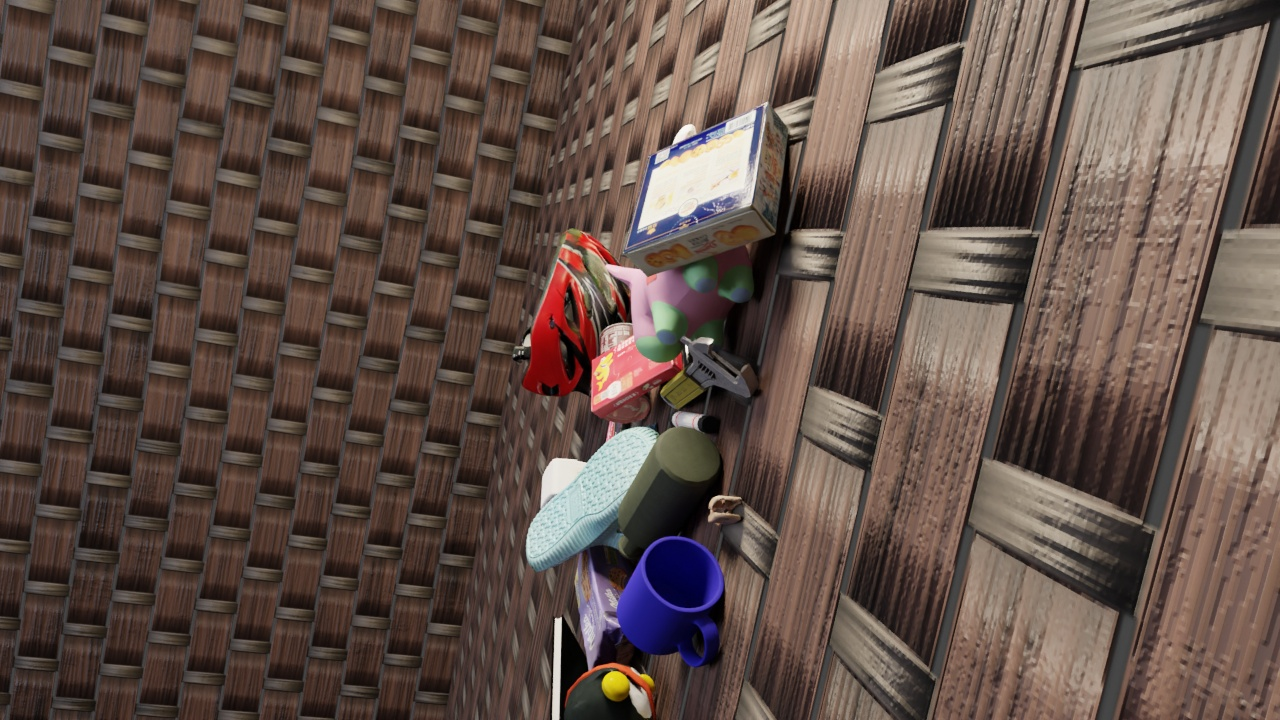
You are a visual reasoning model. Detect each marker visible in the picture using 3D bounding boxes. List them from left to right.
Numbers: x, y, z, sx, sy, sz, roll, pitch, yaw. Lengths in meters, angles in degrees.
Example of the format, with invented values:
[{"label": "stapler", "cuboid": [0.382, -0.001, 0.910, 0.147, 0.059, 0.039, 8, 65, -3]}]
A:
[{"label": "marker", "cuboid": [0.053, 0.066, 1.000, 0.146, 0.019, 0.019, 177, 103, -76]}]

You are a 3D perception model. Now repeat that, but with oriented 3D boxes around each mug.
[{"label": "mug", "cuboid": [0.035, 0.234, 0.858, 0.111, 0.079, 0.084, 56, 142, 30]}]

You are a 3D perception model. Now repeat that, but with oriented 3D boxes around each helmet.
[{"label": "helmet", "cuboid": [-0.099, -0.067, 1.399, 0.216, 0.167, 0.273, -76, -3, -57]}]

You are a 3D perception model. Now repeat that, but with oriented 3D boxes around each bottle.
[{"label": "bottle", "cuboid": [0.019, 0.152, 0.970, 0.207, 0.071, 0.071, 116, 159, -49]}]

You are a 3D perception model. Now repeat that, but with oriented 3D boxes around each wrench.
[{"label": "wrench", "cuboid": [0.059, 0.023, 0.946, 0.018, 0.083, 0.274, -47, -2, -14]}]

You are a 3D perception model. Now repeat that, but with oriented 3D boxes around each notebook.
[{"label": "notebook", "cuboid": [-0.071, 0.412, 1.069, 0.207, 0.016, 0.148, 73, -170, -46]}]

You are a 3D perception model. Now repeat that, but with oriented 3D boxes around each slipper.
[{"label": "slipper", "cuboid": [-0.047, 0.178, 1.124, 0.277, 0.069, 0.115, -43, 39, 33]}]

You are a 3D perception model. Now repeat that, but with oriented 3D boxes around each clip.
[{"label": "clip", "cuboid": [0.077, 0.137, 0.850, 0.047, 0.025, 0.062, -88, 8, -45]}]

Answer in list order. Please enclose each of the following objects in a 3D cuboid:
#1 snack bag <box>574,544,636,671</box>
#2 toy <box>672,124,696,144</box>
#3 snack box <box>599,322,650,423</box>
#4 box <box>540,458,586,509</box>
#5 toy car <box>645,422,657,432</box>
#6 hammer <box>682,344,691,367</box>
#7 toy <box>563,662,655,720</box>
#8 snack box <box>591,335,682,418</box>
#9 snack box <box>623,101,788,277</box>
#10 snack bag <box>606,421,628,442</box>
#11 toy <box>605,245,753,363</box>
[{"label": "snack bag", "cuboid": [-0.039, 0.298, 1.133, 0.205, 0.058, 0.096, -111, 31, -60]}, {"label": "toy", "cuboid": [0.034, -0.196, 1.020, 0.075, 0.037, 0.126, -88, 18, -46]}, {"label": "snack box", "cuboid": [-0.023, 0.016, 1.238, 0.072, 0.072, 0.121, 115, 160, -47]}, {"label": "box", "cuboid": [-0.085, 0.215, 1.273, 0.103, 0.110, 0.130, 123, 155, -59]}, {"label": "toy car", "cuboid": [-0.001, 0.131, 1.156, 0.060, 0.027, 0.107, 128, 149, -63]}, {"label": "hammer", "cuboid": [0.048, -0.110, 1.165, 0.095, 0.015, 0.324, 115, 159, -46]}, {"label": "toy", "cuboid": [-0.030, 0.368, 0.977, 0.097, 0.100, 0.119, 58, -168, 1]}, {"label": "snack box", "cuboid": [-0.007, 0.007, 1.145, 0.133, 0.021, 0.089, -31, 41, 29]}, {"label": "snack box", "cuboid": [0.063, -0.161, 0.874, 0.145, 0.042, 0.144, -16, 46, 34]}, {"label": "snack bag", "cuboid": [-0.028, 0.083, 1.330, 0.074, 0.018, 0.155, -132, 51, -72]}, {"label": "toy", "cuboid": [0.050, -0.088, 0.960, 0.170, 0.120, 0.223, -97, 29, -44]}]
